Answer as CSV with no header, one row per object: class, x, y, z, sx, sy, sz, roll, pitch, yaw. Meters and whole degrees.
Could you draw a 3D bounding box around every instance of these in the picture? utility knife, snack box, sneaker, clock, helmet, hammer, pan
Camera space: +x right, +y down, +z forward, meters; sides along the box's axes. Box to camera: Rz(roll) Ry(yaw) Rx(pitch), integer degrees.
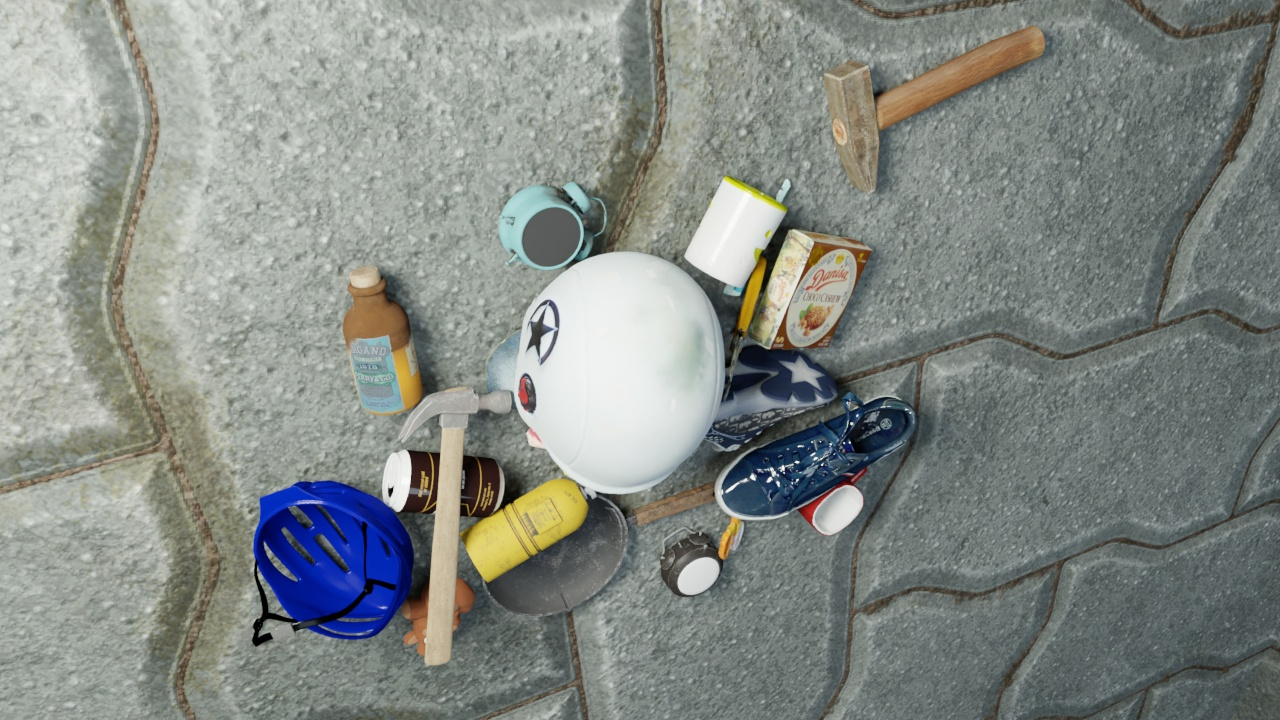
utility knife,0.144,-0.151,1.132,0.022,0.015,0.158,21,106,-10
snack box,0.214,-0.087,1.158,0.143,0.041,0.147,-2,119,-48
sneaker,0.235,0.125,1.217,0.294,0.127,0.120,-26,86,1
clock,0.075,0.299,1.334,0.091,0.044,0.123,-31,126,-7
helmet,-0.333,0.243,0.987,0.148,0.227,0.242,-19,122,4
hammer,0.370,-0.333,1.126,0.300,0.037,0.158,-27,126,-10
pan,-0.046,0.226,1.237,0.356,0.040,0.208,-19,124,-17
hammer,-0.220,0.191,1.042,0.119,0.031,0.331,0,104,-28
helmet,-0.006,0.006,0.995,0.236,0.164,0.263,5,74,-22
clock,-0.091,-0.144,0.995,0.124,0.053,0.090,-16,123,-21
sneaker,0.131,0.065,1.212,0.269,0.103,0.133,-6,134,-23

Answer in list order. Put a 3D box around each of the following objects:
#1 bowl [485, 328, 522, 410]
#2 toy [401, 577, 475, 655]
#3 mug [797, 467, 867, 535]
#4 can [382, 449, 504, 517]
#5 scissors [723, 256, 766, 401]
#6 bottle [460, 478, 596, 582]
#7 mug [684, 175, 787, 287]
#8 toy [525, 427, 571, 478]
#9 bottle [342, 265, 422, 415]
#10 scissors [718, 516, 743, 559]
bowl,-0.123,0.021,1.072,0.110,0.055,0.110,-12,122,-20
toy,-0.261,0.333,1.176,0.094,0.065,0.128,2,121,-34
mug,0.271,0.179,1.329,0.116,0.096,0.080,-43,127,1
can,-0.230,0.145,1.078,0.128,0.072,0.072,10,112,-30
scissors,0.116,-0.022,1.088,0.016,0.224,0.166,16,140,4
bottle,-0.129,0.197,1.114,0.163,0.071,0.071,-30,126,-8
mug,0.110,-0.150,1.073,0.082,0.082,0.106,18,110,-33
toy,-0.070,0.098,1.138,0.105,0.067,0.137,-47,135,7
bottle,-0.274,-0.024,0.963,0.067,0.068,0.157,-15,123,-19
scissors,0.144,0.224,1.336,0.083,0.012,0.133,6,100,-66
